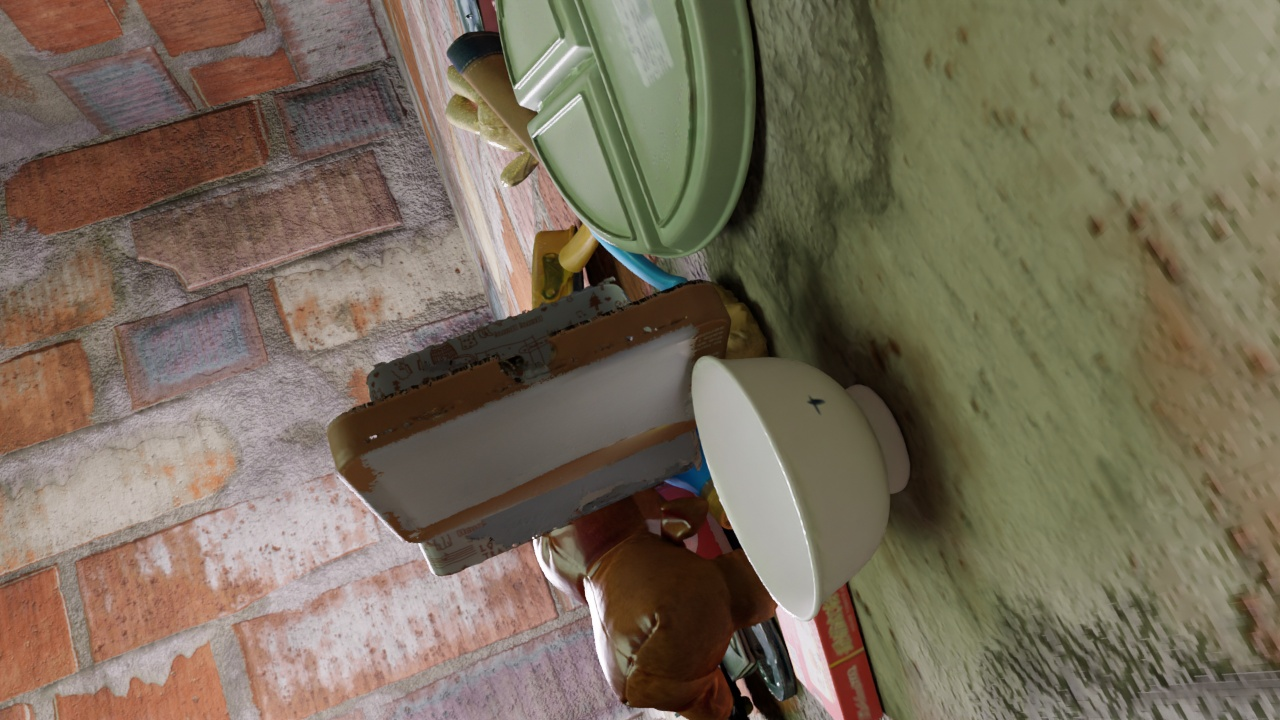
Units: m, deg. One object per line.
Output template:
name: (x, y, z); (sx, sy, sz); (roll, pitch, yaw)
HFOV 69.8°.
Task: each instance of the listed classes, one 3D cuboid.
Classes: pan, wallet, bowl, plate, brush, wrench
pan: (-0.059, -0.069, 0.828); (0.358, 0.078, 0.197); (89, 177, -64)
wallet: (-0.069, -0.174, 0.629); (0.115, 0.033, 0.090); (48, -152, 6)
bowl: (0.074, 0.044, 0.394); (0.118, 0.064, 0.118); (160, 91, -80)
plate: (-0.021, -0.160, 0.472); (0.230, 0.027, 0.231); (46, 148, 39)
brush: (0.008, -0.052, 0.579); (0.254, 0.045, 0.083); (52, 163, 43)
wrench: (0.067, 0.136, 0.718); (0.056, 0.016, 0.273); (154, 96, -74)
wallet: (0.065, 0.212, 0.807); (0.107, 0.037, 0.129); (92, 156, -64)

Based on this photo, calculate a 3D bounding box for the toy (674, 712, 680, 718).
toy: (0.034, 0.252, 0.866); (0.161, 0.050, 0.156); (63, -156, -69)

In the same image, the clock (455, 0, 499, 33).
clock: (-0.111, -0.279, 0.756); (0.117, 0.059, 0.158); (-176, 68, -77)

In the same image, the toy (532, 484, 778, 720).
toy: (-0.002, 0.129, 0.596); (0.199, 0.130, 0.140); (36, 114, 41)

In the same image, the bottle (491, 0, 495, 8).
bottle: (-0.063, -0.229, 0.611); (0.057, 0.057, 0.174); (91, 157, -61)

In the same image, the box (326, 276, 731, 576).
box: (-0.056, 0.034, 0.500); (0.271, 0.179, 0.134); (-179, 68, -79)

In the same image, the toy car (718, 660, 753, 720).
toy car: (0.078, 0.320, 0.844); (0.070, 0.042, 0.158); (63, -178, -5)

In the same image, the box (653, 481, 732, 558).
box: (0.000, 0.163, 0.750); (0.091, 0.076, 0.169); (64, 152, 16)

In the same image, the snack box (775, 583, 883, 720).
snack box: (0.097, 0.133, 0.540); (0.075, 0.025, 0.153); (-158, 49, -75)

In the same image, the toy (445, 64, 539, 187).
toy: (-0.100, -0.192, 0.724); (0.157, 0.066, 0.105); (29, 123, 32)

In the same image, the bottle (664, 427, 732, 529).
bottle: (0.016, 0.037, 0.659); (0.218, 0.065, 0.065); (50, 158, 46)
